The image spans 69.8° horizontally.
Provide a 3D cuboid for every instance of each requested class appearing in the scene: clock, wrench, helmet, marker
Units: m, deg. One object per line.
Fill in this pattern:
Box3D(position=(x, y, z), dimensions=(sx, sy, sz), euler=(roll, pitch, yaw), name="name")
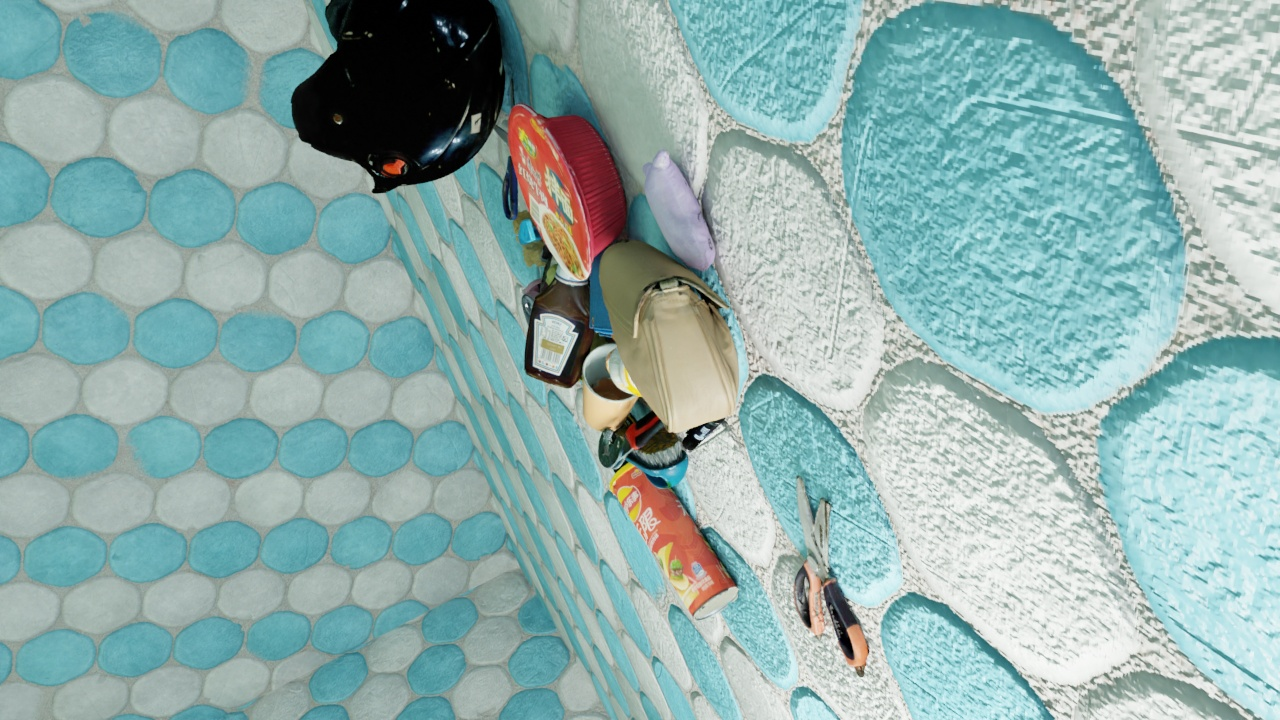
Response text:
Box3D(position=(-0.125, -0.057, 1.312), dimensions=(0.158, 0.059, 0.117), euler=(35, 147, 56), name="clock")
Box3D(position=(0.006, 0.075, 1.059), dimensions=(0.274, 0.016, 0.056), euler=(140, 133, -58), name="wrench")
Box3D(position=(-0.275, -0.328, 1.092), dimensions=(0.275, 0.230, 0.233), euler=(93, 177, -50), name="helmet")
Box3D(position=(0.067, 0.073, 0.988), dimensions=(0.132, 0.020, 0.022), euler=(117, 155, -70), name="marker")

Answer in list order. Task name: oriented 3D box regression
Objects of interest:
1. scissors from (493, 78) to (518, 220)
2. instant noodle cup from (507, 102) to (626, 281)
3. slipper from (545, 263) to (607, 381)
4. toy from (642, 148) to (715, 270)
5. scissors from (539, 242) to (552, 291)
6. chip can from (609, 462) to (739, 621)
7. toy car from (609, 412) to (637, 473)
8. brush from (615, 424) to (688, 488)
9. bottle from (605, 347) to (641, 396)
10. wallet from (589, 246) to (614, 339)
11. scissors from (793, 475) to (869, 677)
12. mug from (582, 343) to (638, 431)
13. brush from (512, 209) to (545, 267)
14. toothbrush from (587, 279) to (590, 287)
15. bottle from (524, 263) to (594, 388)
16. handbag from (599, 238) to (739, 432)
Box3D(position=(-0.154, -0.253, 1.121), dimensions=(0.173, 0.012, 0.163), euler=(45, 132, 46), name="scissors")
Box3D(position=(-0.072, -0.184, 0.970), dimensions=(0.193, 0.065, 0.194), euler=(54, 159, 32), name="instant noodle cup")
Box3D(position=(-0.094, -0.036, 1.187), dimensions=(0.091, 0.081, 0.191), euler=(-122, 9, -53), name="slipper")
Box3D(position=(0.031, -0.126, 0.787), dimensions=(0.108, 0.039, 0.084), euler=(62, 175, -10), name="toy")
Box3D(position=(-0.122, -0.123, 1.173), dimensions=(0.136, 0.014, 0.175), euler=(-70, 6, -59), name="scissors")
Box3D(position=(0.041, 0.228, 1.185), dimensions=(0.216, 0.073, 0.073), euler=(56, 161, 29), name="chip can")
Box3D(position=(-0.018, 0.130, 1.277), dimensions=(0.071, 0.041, 0.156), euler=(55, 159, 31), name="toy car")
Box3D(position=(0.018, 0.120, 1.134), dimensions=(0.144, 0.055, 0.073), euler=(17, 129, 67), name="brush")
Box3D(position=(-0.006, 0.006, 1.035), dimensions=(0.108, 0.063, 0.063), euler=(13, 125, 69), name="bottle")
Box3D(position=(-0.023, -0.073, 0.998), dimensions=(0.133, 0.040, 0.106), euler=(-167, 74, -70), name="wallet")
Box3D(position=(0.174, 0.207, 0.862), dimensions=(0.215, 0.015, 0.196), euler=(63, 163, 10), name="scissors")
Box3D(position=(-0.039, 0.041, 1.144), dimensions=(0.078, 0.078, 0.123), euler=(59, 159, 19), name="mug")
Box3D(position=(-0.140, -0.158, 1.165), dimensions=(0.254, 0.046, 0.083), euler=(-133, 28, -83), name="brush")
Box3D(position=(-0.083, -0.122, 1.168), dimensions=(0.189, 0.017, 0.014), euler=(60, 169, 20), name="toothbrush")
Box3D(position=(-0.089, -0.065, 1.096), dimensions=(0.080, 0.043, 0.195), euler=(18, 115, 10), name="bottle")
Box3D(position=(0.027, -0.027, 0.827), dimensions=(0.204, 0.099, 0.148), euler=(-128, 20, -65), name="handbag")
